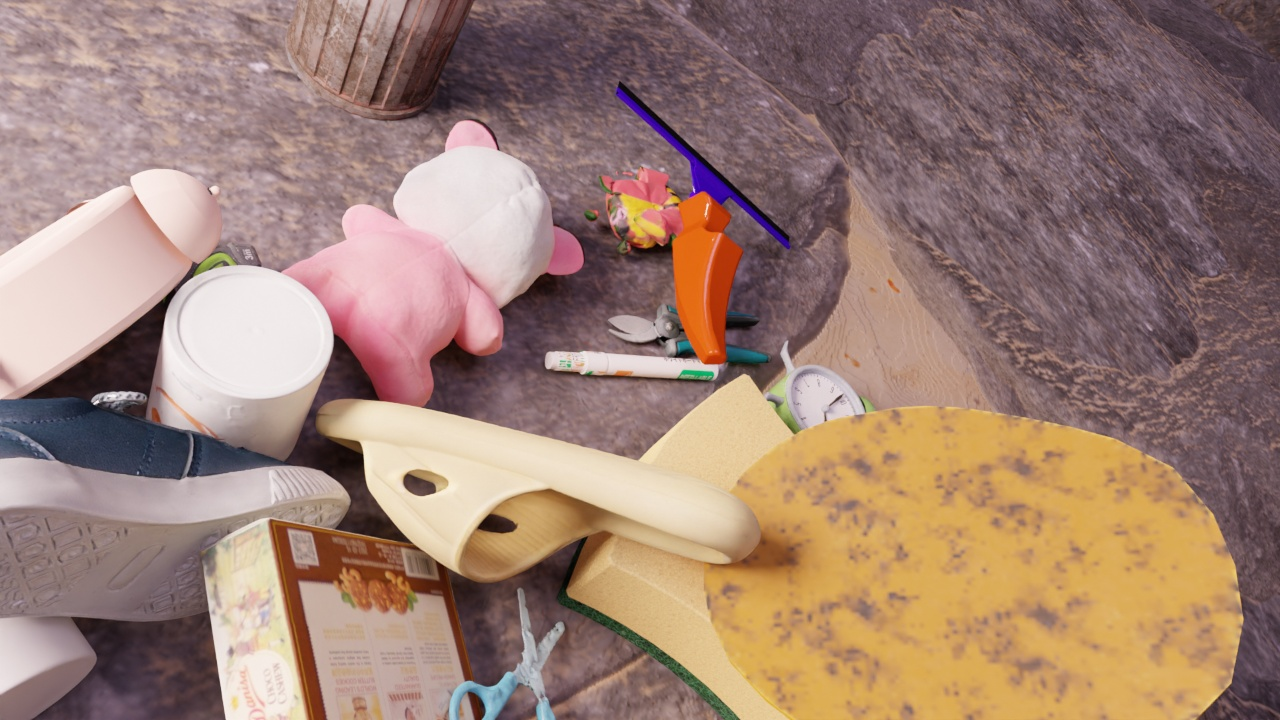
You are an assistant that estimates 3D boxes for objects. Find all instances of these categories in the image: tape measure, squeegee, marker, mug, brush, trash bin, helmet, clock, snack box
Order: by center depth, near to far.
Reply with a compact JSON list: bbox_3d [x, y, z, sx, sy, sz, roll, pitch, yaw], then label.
[{"bbox_3d":[-0.312,0.123,0.390,0.111,0.079,0.097,-37,83,-14],"label":"mug"},{"bbox_3d":[-0.133,0.158,0.442,0.143,0.041,0.147,40,27,-64],"label":"snack box"},{"bbox_3d":[-0.290,-0.025,0.464,0.086,0.131,0.160,53,50,-32],"label":"clock"},{"bbox_3d":[-0.218,0.010,0.498,0.082,0.106,0.082,17,52,-23],"label":"mug"},{"bbox_3d":[0.171,0.142,0.513,0.256,0.131,0.204,-2,51,15],"label":"helmet"},{"bbox_3d":[-0.257,-0.037,0.556,0.058,0.036,0.065,-3,58,-44],"label":"tape measure"},{"bbox_3d":[0.091,0.153,0.618,0.250,0.075,0.194,42,47,0],"label":"brush"},{"bbox_3d":[-0.173,-0.293,0.662,0.130,0.212,0.130,16,52,-23],"label":"trash bin"},{"bbox_3d":[-0.004,0.004,0.699,0.145,0.017,0.017,4,58,-31],"label":"marker"},{"bbox_3d":[0.053,-0.079,0.740,0.249,0.055,0.184,31,46,-43],"label":"squeegee"},{"bbox_3d":[0.147,0.050,0.746,0.119,0.043,0.094,36,48,-6],"label":"clock"}]

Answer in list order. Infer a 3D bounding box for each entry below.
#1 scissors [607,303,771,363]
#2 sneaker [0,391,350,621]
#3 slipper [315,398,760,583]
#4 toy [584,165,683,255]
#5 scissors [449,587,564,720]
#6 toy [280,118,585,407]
[{"bbox_3d":[0.045,-0.025,0.750,0.131,0.019,0.149,40,48,0],"label":"scissors"},{"bbox_3d":[-0.236,0.061,0.424,0.087,0.089,0.235,47,7,23],"label":"sneaker"},{"bbox_3d":[-0.066,0.085,0.501,0.262,0.111,0.079,10,74,21],"label":"slipper"},{"bbox_3d":[0.004,-0.129,0.779,0.084,0.046,0.103,38,40,6],"label":"toy"},{"bbox_3d":[-0.070,0.181,0.503,0.119,0.015,0.138,34,25,-45],"label":"scissors"},{"bbox_3d":[-0.132,-0.071,0.624,0.142,0.084,0.212,43,50,0],"label":"toy"}]
